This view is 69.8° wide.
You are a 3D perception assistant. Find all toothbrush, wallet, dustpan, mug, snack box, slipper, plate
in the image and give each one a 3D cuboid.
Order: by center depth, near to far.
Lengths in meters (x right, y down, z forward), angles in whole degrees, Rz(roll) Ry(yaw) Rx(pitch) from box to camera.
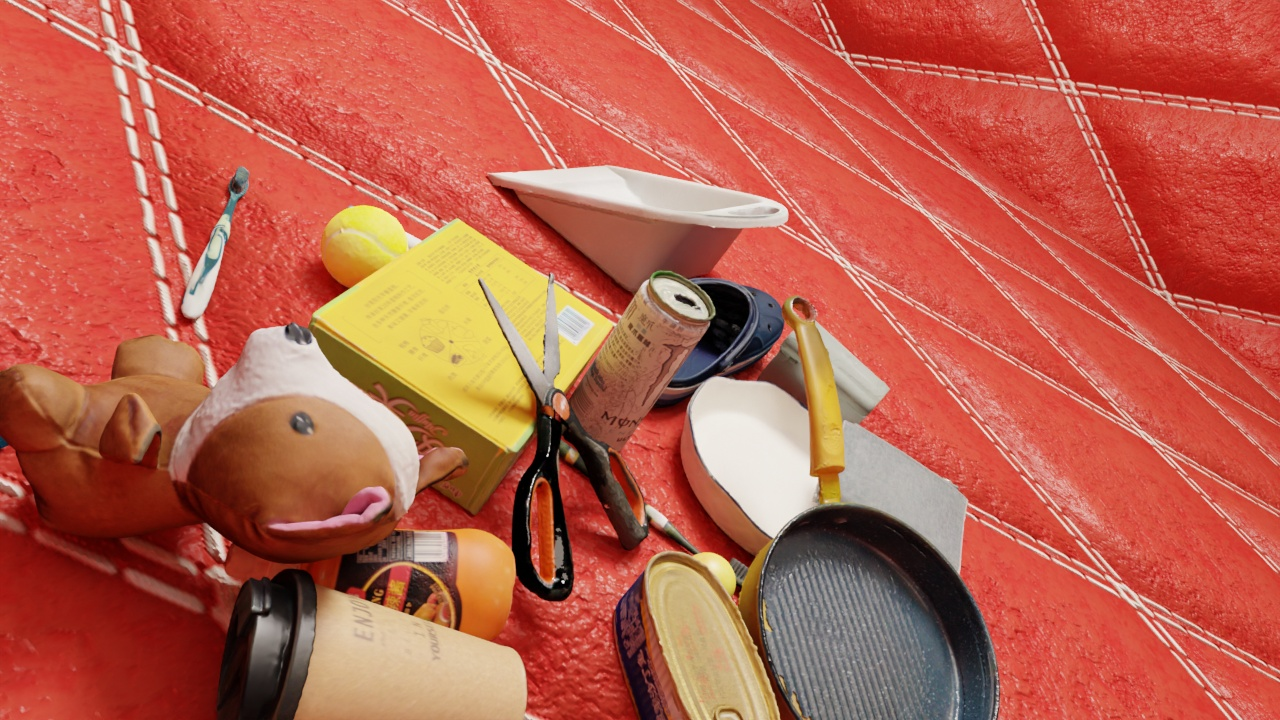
[{"bbox_3d":[-0.129,-0.007,0.671,0.157,0.070,0.209,34,32,-1],"label":"snack box"},{"bbox_3d":[-0.308,-0.092,0.673,0.016,0.018,0.191,18,34,-24],"label":"toothbrush"},{"bbox_3d":[0.007,0.112,0.687,0.186,0.017,0.012,36,-9,4],"label":"toothbrush"},{"bbox_3d":[0.208,0.116,0.763,0.129,0.037,0.106,34,42,-2],"label":"wallet"},{"bbox_3d":[0.120,0.100,0.780,0.204,0.046,0.204,25,32,-17],"label":"plate"},{"bbox_3d":[0.060,-0.036,0.866,0.105,0.095,0.252,45,37,13],"label":"slipper"},{"bbox_3d":[0.177,0.020,0.885,0.103,0.083,0.124,43,0,10],"label":"mug"},{"bbox_3d":[0.018,-0.177,0.974,0.257,0.143,0.222,46,33,16],"label":"dustpan"}]

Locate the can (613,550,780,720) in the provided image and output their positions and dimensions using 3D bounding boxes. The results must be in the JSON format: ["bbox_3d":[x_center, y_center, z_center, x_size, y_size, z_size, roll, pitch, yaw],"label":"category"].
[{"bbox_3d":[0.032,0.192,0.568,0.074,0.049,0.148,10,39,-33],"label":"can"}]

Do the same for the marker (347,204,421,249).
[{"bbox_3d":[-0.192,-0.094,0.784,0.130,0.018,0.022,28,41,-11],"label":"marker"}]

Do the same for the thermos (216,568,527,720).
[{"bbox_3d":[-0.130,0.156,0.438,0.143,0.093,0.093,22,33,-31],"label":"thermos"}]

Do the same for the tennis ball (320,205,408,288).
[{"bbox_3d":[-0.212,-0.086,0.708,0.065,0.066,0.065,24,33,-17],"label":"tennis ball"}]

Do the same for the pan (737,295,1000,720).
[{"bbox_3d":[0.147,0.119,0.660,0.197,0.078,0.356,2,58,-29],"label":"pan"}]

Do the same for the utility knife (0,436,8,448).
[{"bbox_3d":[-0.405,-0.034,0.504,0.034,0.018,0.223,-16,58,-49],"label":"utility knife"}]

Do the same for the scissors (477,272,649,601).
[{"bbox_3d":[-0.049,0.053,0.602,0.221,0.022,0.231,52,33,-38],"label":"scissors"}]

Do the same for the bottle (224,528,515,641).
[{"bbox_3d":[-0.146,0.117,0.500,0.149,0.067,0.066,12,37,-19],"label":"bottle"}]

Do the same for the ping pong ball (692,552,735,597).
[{"bbox_3d":[0.046,0.155,0.641,0.040,0.040,0.040,24,33,-17],"label":"ping pong ball"}]

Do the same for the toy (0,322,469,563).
[{"bbox_3d":[-0.195,0.039,0.453,0.200,0.130,0.140,15,16,9],"label":"toy"}]

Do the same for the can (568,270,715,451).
[{"bbox_3d":[-0.004,0.004,0.697,0.058,0.147,0.058,24,33,-17],"label":"can"}]
